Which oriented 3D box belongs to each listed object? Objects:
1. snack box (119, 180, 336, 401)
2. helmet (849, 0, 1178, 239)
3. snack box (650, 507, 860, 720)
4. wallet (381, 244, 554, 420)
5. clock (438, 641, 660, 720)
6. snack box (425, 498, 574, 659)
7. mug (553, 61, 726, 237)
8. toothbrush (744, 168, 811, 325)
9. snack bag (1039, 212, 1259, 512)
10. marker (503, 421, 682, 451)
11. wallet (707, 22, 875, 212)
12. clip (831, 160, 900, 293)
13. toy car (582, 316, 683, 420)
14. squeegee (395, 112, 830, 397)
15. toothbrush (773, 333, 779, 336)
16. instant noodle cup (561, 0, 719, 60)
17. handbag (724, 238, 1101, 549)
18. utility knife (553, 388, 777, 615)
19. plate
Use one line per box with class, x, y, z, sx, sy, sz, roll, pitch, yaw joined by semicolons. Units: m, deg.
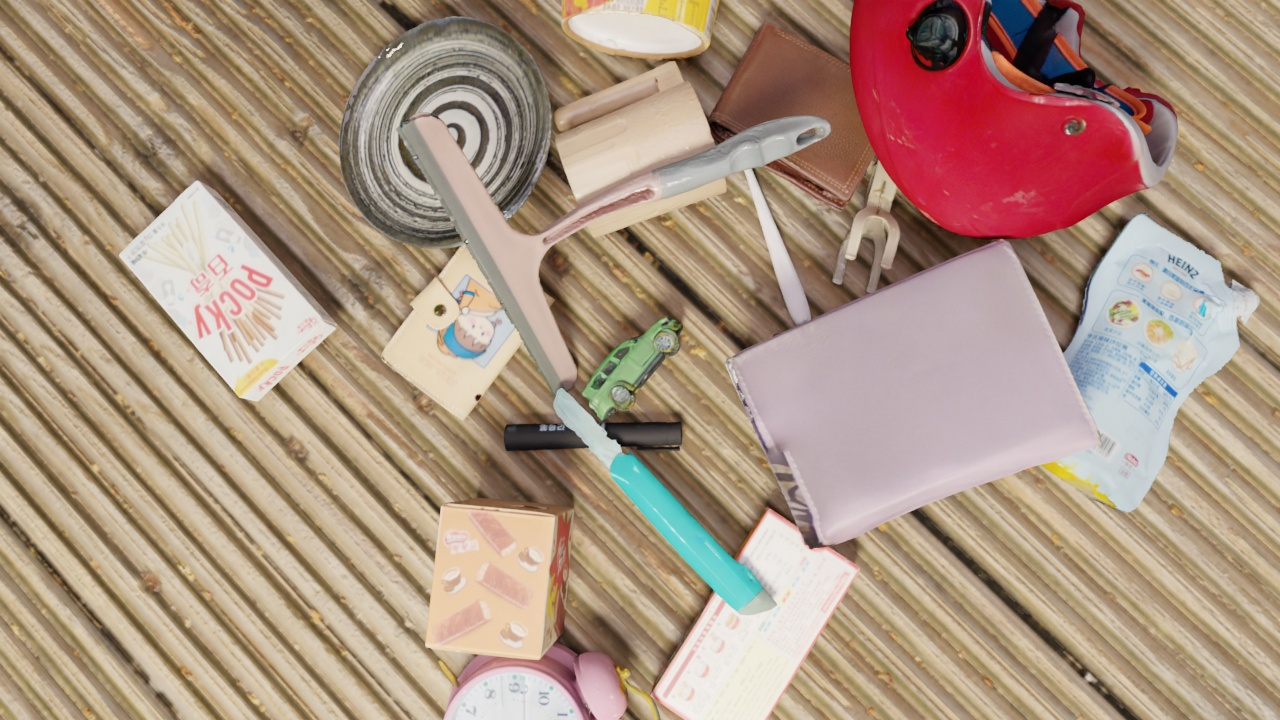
snack box;-0.313;-0.054;0.695;0.084;0.027;0.157;-44;79;-1
helmet;0.218;-0.179;0.604;0.240;0.206;0.144;54;130;9
snack box;0.081;0.190;0.649;0.077;0.027;0.155;33;87;7
wallet;-0.133;-0.026;0.693;0.087;0.024;0.115;37;89;2
clock;-0.064;0.258;0.638;0.158;0.060;0.117;1;85;3
snack box;-0.093;0.147;0.635;0.077;0.093;0.094;5;84;5
mug;-0.005;-0.160;0.674;0.103;0.084;0.124;-20;58;3
toothbrush;0.094;-0.108;0.685;0.016;0.016;0.180;-19;83;4
snack bag;0.345;0.001;0.642;0.110;0.039;0.191;32;86;13
marker;-0.035;0.057;0.678;0.132;0.020;0.022;-1;100;4
wallet;0.121;-0.182;0.676;0.124;0.032;0.101;30;76;1
clip;0.169;-0.100;0.654;0.035;0.092;0.103;18;96;6
toy car;-0.004;0.004;0.668;0.036;0.043;0.091;44;88;8
squeegee;0.007;-0.111;0.613;0.249;0.248;0.040;-24;43;1
toothbrush;0.192;-0.022;0.670;0.189;0.014;0.017;-1;74;5
instant noodle cup;0.003;-0.285;0.659;0.138;0.138;0.110;8;93;5
handbag;0.176;0.027;0.614;0.197;0.098;0.145;-24;75;10
utility knife;0.012;0.099;0.650;0.029;0.013;0.216;-45;79;2
plate;-0.147;-0.170;0.698;0.180;0.024;0.179;-2;84;18
